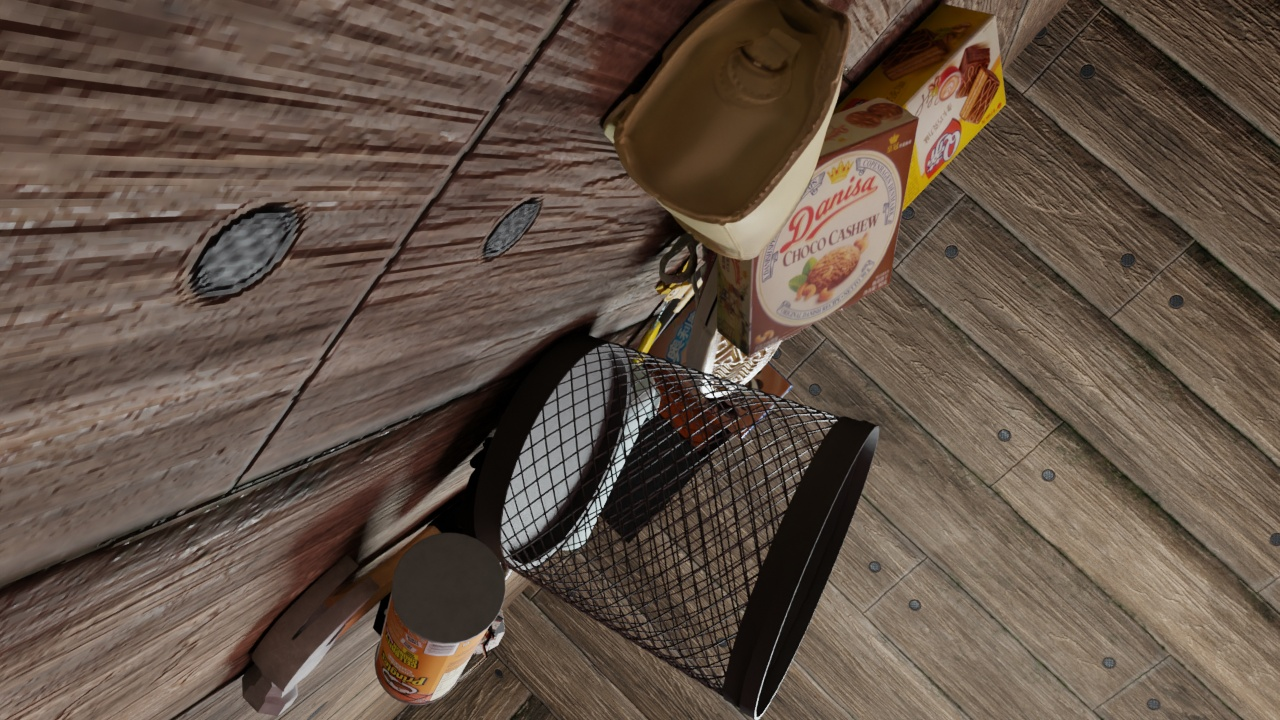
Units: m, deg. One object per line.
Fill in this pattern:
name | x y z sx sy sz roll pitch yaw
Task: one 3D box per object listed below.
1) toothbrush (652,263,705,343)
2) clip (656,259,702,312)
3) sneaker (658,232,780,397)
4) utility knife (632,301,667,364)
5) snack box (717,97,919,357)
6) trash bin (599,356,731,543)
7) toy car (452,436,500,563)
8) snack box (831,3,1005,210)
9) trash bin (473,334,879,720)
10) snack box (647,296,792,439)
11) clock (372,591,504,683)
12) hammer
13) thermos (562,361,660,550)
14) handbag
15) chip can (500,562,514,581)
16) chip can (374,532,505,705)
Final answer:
toothbrush | 0.043 -0.066 0.926 0.013 0.013 0.168 -28 162 -44
clip | 0.037 -0.065 0.830 0.054 0.044 0.048 -49 -162 32
sneaker | 0.075 -0.083 0.720 0.118 0.088 0.242 -10 130 -37
utility knife | -0.006 0.006 0.945 0.179 0.017 0.030 -59 180 32
snack box | 0.121 -0.093 0.648 0.143 0.041 0.147 -26 136 -23
trash bin | 0.008 0.091 1.085 0.140 0.139 0.171 -49 172 23
toy car | -0.119 0.117 0.725 0.034 0.046 0.112 0 109 -69
snack box | 0.244 -0.215 0.864 0.230 0.062 0.110 -45 138 -10
trash bin | 0.026 0.107 0.678 0.217 0.227 0.218 -52 155 -37
snack box | 0.091 0.008 1.053 0.087 0.151 0.034 -47 172 8
clock | -0.186 0.239 0.848 0.114 0.065 0.154 -30 -148 -8
hammer | -0.183 0.158 0.766 0.131 0.039 0.327 -52 172 31
thermos | -0.047 0.091 0.876 0.065 0.078 0.207 -98 -152 -53
handbag | 0.049 -0.113 0.444 0.111 0.081 0.119 -54 171 6
chip can | -0.143 0.203 1.099 0.080 0.080 0.229 -49 173 19
chip can | -0.157 0.202 0.695 0.075 0.075 0.216 -42 170 -33
